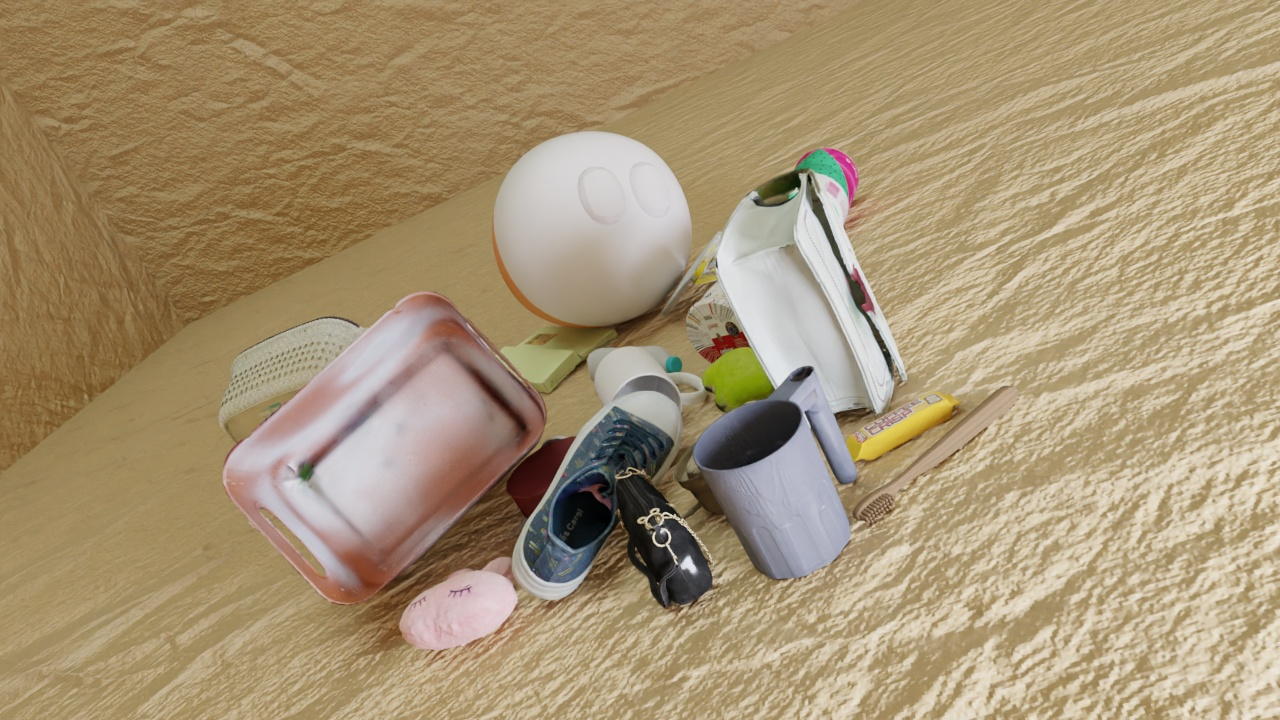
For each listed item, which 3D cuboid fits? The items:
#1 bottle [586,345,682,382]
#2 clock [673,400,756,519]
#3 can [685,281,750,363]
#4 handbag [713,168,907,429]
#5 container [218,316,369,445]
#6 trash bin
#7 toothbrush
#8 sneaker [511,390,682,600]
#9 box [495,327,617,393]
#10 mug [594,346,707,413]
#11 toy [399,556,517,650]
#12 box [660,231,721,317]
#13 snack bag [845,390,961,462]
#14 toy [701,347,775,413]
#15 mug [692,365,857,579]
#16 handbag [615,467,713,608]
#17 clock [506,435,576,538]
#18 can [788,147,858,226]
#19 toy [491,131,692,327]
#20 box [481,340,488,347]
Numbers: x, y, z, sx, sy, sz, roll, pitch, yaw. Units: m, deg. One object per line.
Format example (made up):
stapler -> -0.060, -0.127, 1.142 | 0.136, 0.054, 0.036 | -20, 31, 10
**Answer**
bottle -> -0.006, 0.006, 1.051 | 0.136, 0.044, 0.044 | -1, 34, 48
clock -> 0.089, 0.076, 0.770 | 0.093, 0.054, 0.140 | -26, 16, 51
can -> 0.114, -0.057, 0.992 | 0.087, 0.087, 0.116 | -7, 30, 42
handbag -> 0.153, -0.051, 0.789 | 0.096, 0.198, 0.141 | -17, 27, 31
container -> -0.485, 0.055, 1.337 | 0.252, 0.185, 0.143 | -21, 32, 16
trash bin -> -0.231, 0.085, 0.883 | 0.259, 0.181, 0.157 | -44, -2, -9
toothbrush -> 0.223, 0.069, 0.685 | 0.166, 0.016, 0.016 | -35, 23, -15
sneaker -> -0.031, 0.097, 0.798 | 0.234, 0.087, 0.079 | -52, -8, -40
box -> -0.131, -0.008, 1.256 | 0.138, 0.030, 0.187 | -42, 25, -26
mug -> 0.014, 0.032, 0.952 | 0.110, 0.074, 0.090 | -5, 19, -12
toy -> -0.149, 0.204, 0.784 | 0.108, 0.053, 0.105 | -24, 8, 14
box -> 0.087, -0.116, 1.120 | 0.128, 0.045, 0.210 | -35, -2, -15
snack bag -> 0.208, 0.051, 0.735 | 0.099, 0.020, 0.026 | -28, 21, 1
toy -> 0.121, 0.009, 0.899 | 0.118, 0.043, 0.092 | -27, 26, -1
mug -> 0.109, 0.081, 0.673 | 0.084, 0.104, 0.123 | -1, 34, 49
handbag -> 0.011, 0.133, 0.706 | 0.054, 0.079, 0.128 | -31, 22, -5
clock -> -0.073, 0.112, 0.891 | 0.096, 0.048, 0.137 | -11, 28, 37
can -> 0.227, -0.208, 1.186 | 0.088, 0.088, 0.165 | -14, 26, 30
toy -> -0.075, -0.171, 1.234 | 0.262, 0.265, 0.282 | -13, -8, -31
box -> -0.199, 0.058, 1.016 | 0.084, 0.165, 0.094 | -12, 8, 34
